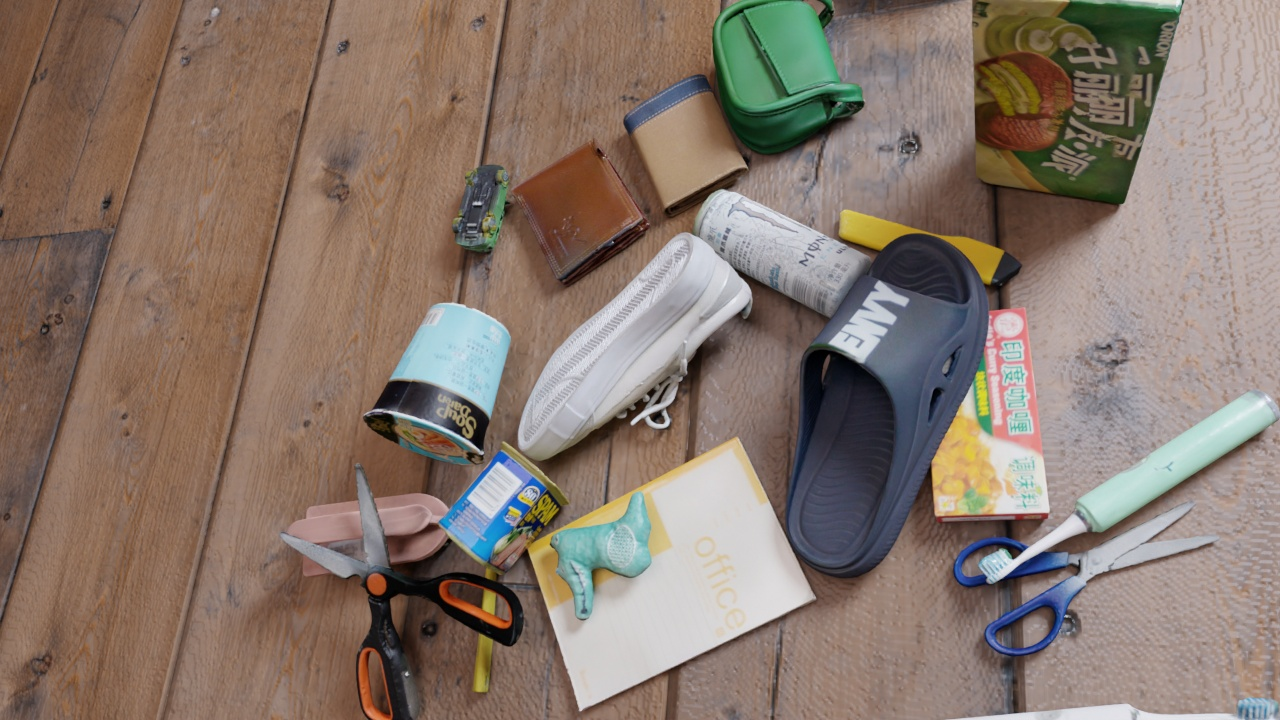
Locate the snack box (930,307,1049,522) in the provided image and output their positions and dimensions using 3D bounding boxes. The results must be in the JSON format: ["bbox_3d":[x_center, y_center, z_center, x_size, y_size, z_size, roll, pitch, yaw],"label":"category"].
[{"bbox_3d":[0.253,0.040,0.682,0.077,0.027,0.155,-6,69,20],"label":"snack box"}]

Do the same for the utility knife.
[{"bbox_3d":[0.231,-0.093,0.747,0.154,0.015,0.033,23,74,27],"label":"utility knife"}]

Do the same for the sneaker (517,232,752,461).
[{"bbox_3d":[-0.005,0.005,0.775,0.243,0.090,0.089,-45,30,21],"label":"sneaker"}]

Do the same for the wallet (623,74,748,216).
[{"bbox_3d":[0.041,-0.200,0.850,0.090,0.033,0.115,-27,65,13],"label":"wallet"}]

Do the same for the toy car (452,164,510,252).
[{"bbox_3d":[-0.154,-0.150,0.904,0.043,0.036,0.091,3,73,23],"label":"toy car"}]

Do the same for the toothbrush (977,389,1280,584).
[{"bbox_3d":[0.331,0.090,0.627,0.224,0.026,0.027,-34,73,3],"label":"toothbrush"}]

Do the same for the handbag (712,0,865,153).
[{"bbox_3d":[0.128,-0.260,0.823,0.120,0.068,0.131,-14,65,8],"label":"handbag"}]

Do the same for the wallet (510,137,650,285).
[{"bbox_3d":[-0.060,-0.143,0.869,0.101,0.032,0.124,-33,62,10],"label":"wallet"}]

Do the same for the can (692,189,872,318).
[{"bbox_3d":[0.117,-0.090,0.765,0.147,0.058,0.058,32,85,27],"label":"can"}]

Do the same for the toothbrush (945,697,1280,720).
[{"bbox_3d":[0.290,0.239,0.596,0.221,0.026,0.026,-12,109,17],"label":"toothbrush"}]

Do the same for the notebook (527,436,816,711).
[{"bbox_3d":[0.018,0.169,0.736,0.206,0.010,0.145,-28,63,10],"label":"notebook"}]

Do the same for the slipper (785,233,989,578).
[{"bbox_3d":[0.169,0.027,0.670,0.111,0.083,0.268,17,86,41],"label":"slipper"}]

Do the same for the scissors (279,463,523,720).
[{"bbox_3d":[-0.201,0.199,0.758,0.235,0.021,0.221,10,99,15],"label":"scissors"}]

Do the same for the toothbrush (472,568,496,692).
[{"bbox_3d":[-0.132,0.184,0.786,0.017,0.015,0.189,-7,69,23],"label":"toothbrush"}]

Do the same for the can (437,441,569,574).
[{"bbox_3d":[-0.110,0.123,0.743,0.057,0.102,0.083,37,77,16],"label":"can"}]

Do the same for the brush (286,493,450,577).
[{"bbox_3d":[-0.232,0.151,0.805,0.146,0.073,0.063,-10,67,16],"label":"brush"}]

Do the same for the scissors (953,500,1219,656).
[{"bbox_3d":[0.301,0.136,0.639,0.140,0.012,0.171,35,84,28],"label":"scissors"}]

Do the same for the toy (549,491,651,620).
[{"bbox_3d":[-0.032,0.158,0.738,0.092,0.030,0.096,-11,74,23],"label":"toy"}]

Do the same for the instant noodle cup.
[{"bbox_3d":[-0.171,0.018,0.818,0.111,0.111,0.120,8,65,23],"label":"instant noodle cup"}]

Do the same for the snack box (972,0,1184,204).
[{"bbox_3d":[0.295,-0.196,0.632,0.114,0.240,0.063,16,78,24],"label":"snack box"}]
